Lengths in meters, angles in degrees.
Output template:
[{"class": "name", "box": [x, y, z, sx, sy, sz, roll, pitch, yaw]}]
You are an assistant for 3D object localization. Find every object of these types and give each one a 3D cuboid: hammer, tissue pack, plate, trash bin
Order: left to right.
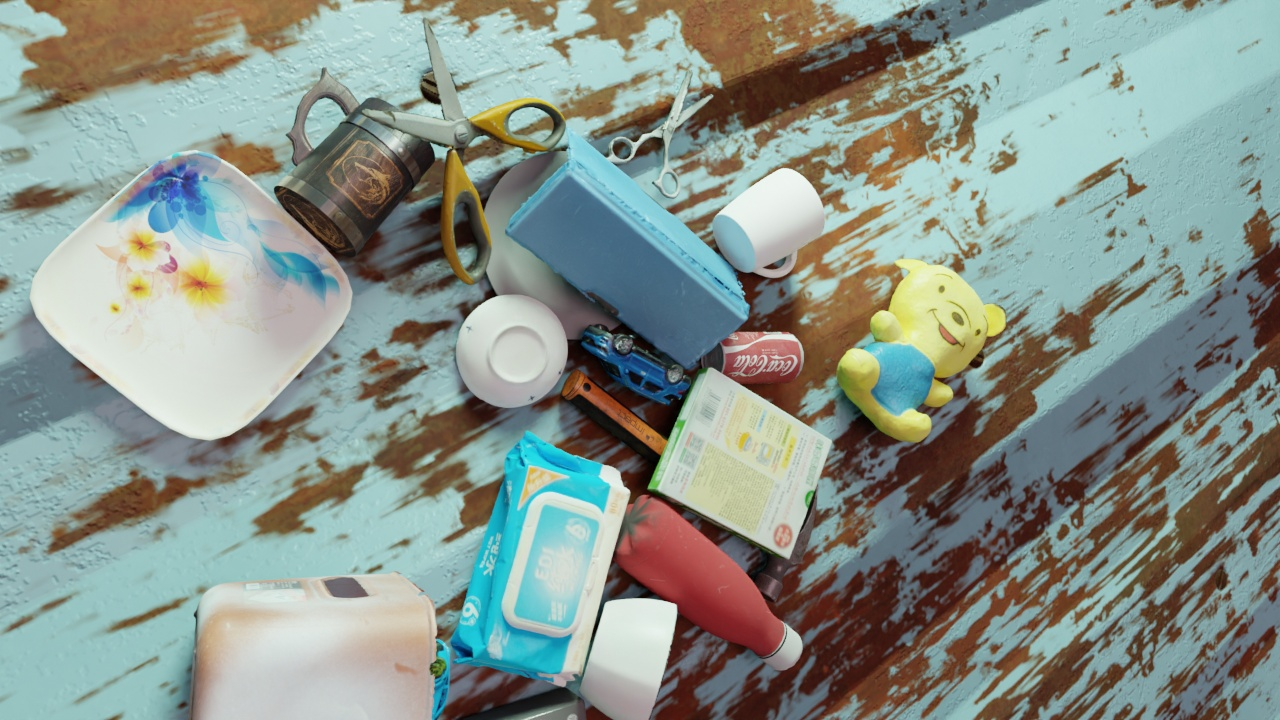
[{"class": "plate", "box": [-0.345, -0.051, 0.723, 0.187, 0.016, 0.186, 45, 69, -19]}, {"class": "trash bin", "box": [-0.248, 0.297, 0.668, 0.157, 0.182, 0.259, 3, 87, -26]}, {"class": "plate", "box": [-0.112, -0.007, 0.827, 0.104, 0.026, 0.104, -3, 98, -22]}, {"class": "tissue pack", "box": [-0.086, 0.177, 0.823, 0.117, 0.066, 0.209, 21, 77, -27]}, {"class": "plate", "box": [-0.068, -0.109, 0.872, 0.178, 0.012, 0.178, 1, 87, -27]}, {"class": "hammer", "box": [0.055, 0.102, 0.915, 0.314, 0.035, 0.137, 39, 70, -20]}]

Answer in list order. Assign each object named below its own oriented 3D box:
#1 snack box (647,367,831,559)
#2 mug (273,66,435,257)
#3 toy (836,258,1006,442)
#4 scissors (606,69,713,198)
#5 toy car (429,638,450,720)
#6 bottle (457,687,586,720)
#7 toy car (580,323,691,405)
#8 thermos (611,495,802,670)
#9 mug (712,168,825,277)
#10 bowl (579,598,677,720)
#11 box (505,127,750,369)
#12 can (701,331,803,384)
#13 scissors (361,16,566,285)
[{"class": "snack box", "box": [0.102, 0.102, 0.905, 0.168, 0.027, 0.131, 31, 73, -22]}, {"class": "mug", "box": [-0.242, -0.162, 0.744, 0.116, 0.080, 0.107, 45, 68, -24]}, {"class": "toy", "box": [0.304, -0.017, 1.023, 0.149, 0.084, 0.213, 48, 66, -19]}, {"class": "scissors", "box": [0.015, -0.234, 0.915, 0.146, 0.014, 0.141, 6, 81, -31]}, {"class": "toy car", "box": [-0.185, 0.289, 0.775, 0.032, 0.048, 0.105, 24, 76, -28]}, {"class": "bottle", "box": [-0.131, 0.353, 0.800, 0.173, 0.046, 0.083, -7, 91, -28]}, {"class": "toy car", "box": [-0.005, 0.005, 0.870, 0.120, 0.056, 0.043, 31, 88, -35]}, {"class": "thermos", "box": [0.071, 0.226, 0.895, 0.240, 0.073, 0.073, 42, 70, -20]}, {"class": "mug", "box": [0.132, -0.128, 0.948, 0.087, 0.081, 0.114, -33, 134, -19]}, {"class": "bowl", "box": [-0.013, 0.269, 0.833, 0.065, 0.116, 0.116, 16, 79, 1]}, {"class": "box", "box": [-0.009, -0.106, 0.872, 0.231, 0.094, 0.112, 36, 28, -25]}, {"class": "can", "box": [0.114, -0.002, 0.939, 0.096, 0.054, 0.054, -1, 88, -28]}, {"class": "scissors", "box": [-0.144, -0.171, 0.780, 0.224, 0.016, 0.229, -9, 110, -52]}]
